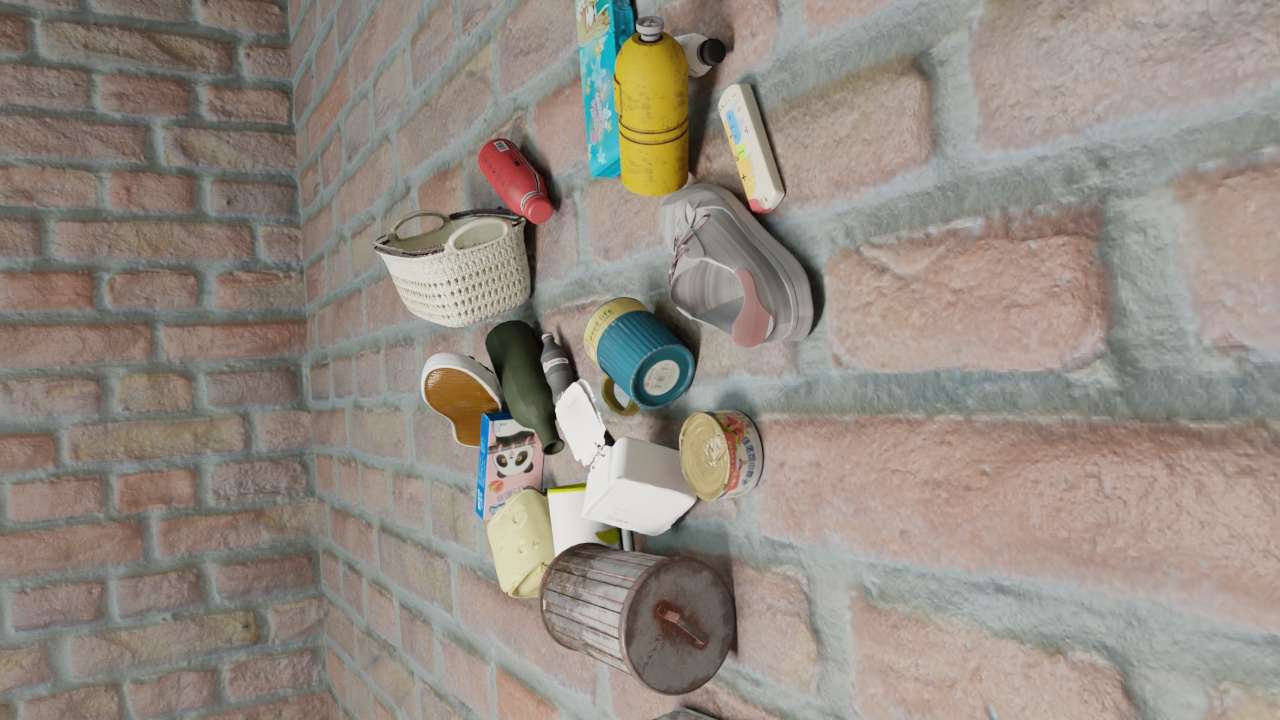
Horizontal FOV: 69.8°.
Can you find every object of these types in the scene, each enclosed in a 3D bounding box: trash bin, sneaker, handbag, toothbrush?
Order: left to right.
[{"bbox_3d":[-0.252,0.027,1.327,0.295,0.121,0.127,89,-179,-69],"label":"sneaker"},{"bbox_3d":[-0.149,0.246,1.257,0.111,0.081,0.119,-54,44,31],"label":"handbag"},{"bbox_3d":[-0.008,0.260,1.081,0.017,0.012,0.186,-15,79,46],"label":"toothbrush"},{"bbox_3d":[-0.007,0.260,0.952,0.212,0.130,0.131,-7,86,58],"label":"trash bin"},{"bbox_3d":[0.061,0.437,0.917,0.195,0.072,0.138,-14,81,60],"label":"handbag"},{"bbox_3d":[0.058,-0.090,0.844,0.236,0.089,0.099,50,143,46],"label":"sneaker"}]

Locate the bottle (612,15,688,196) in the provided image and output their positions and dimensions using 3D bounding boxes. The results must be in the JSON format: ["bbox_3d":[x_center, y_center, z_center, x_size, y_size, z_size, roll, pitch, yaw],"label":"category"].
[{"bbox_3d":[0.011,-0.247,0.887,0.164,0.071,0.071,87,157,-43],"label":"bottle"}]

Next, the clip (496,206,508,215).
[{"bbox_3d":[-0.209,-0.206,1.384,0.033,0.013,0.051,29,120,57],"label":"clip"}]

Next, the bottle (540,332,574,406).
[{"bbox_3d":[-0.109,0.012,1.206,0.036,0.036,0.109,-53,48,48],"label":"bottle"}]

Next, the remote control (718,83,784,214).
[{"bbox_3d":[0.102,-0.195,0.841,0.038,0.018,0.125,-38,62,55],"label":"remote control"}]

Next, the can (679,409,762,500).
[{"bbox_3d":[0.076,0.090,0.886,0.086,0.043,0.086,11,102,59],"label":"can"}]

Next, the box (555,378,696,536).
[{"bbox_3d":[-0.030,0.109,0.964,0.112,0.189,0.101,-50,7,48],"label":"box"}]

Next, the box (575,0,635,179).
[{"bbox_3d":[-0.035,-0.329,1.047,0.094,0.039,0.226,-16,78,61],"label":"box"}]

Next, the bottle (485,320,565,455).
[{"bbox_3d":[-0.151,0.039,1.248,0.206,0.071,0.072,63,143,35],"label":"bottle"}]

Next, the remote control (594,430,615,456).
[{"bbox_3d":[-0.029,0.127,1.101,0.147,0.015,0.033,49,133,47],"label":"remote control"}]

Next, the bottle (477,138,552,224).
[{"bbox_3d":[-0.168,-0.243,1.259,0.176,0.062,0.062,53,136,44],"label":"bottle"}]

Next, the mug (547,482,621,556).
[{"bbox_3d":[-0.066,0.202,1.106,0.083,0.082,0.106,-12,84,60],"label":"mug"}]

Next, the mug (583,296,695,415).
[{"bbox_3d":[-0.006,0.006,0.980,0.107,0.083,0.114,44,122,45],"label":"mug"}]

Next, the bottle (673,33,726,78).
[{"bbox_3d":[0.043,-0.300,0.908,0.116,0.041,0.041,20,110,58],"label":"bottle"}]

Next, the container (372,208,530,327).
[{"bbox_3d":[-0.264,-0.142,1.325,0.252,0.184,0.143,18,128,55],"label":"container"}]

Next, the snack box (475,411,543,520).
[{"bbox_3d":[-0.184,0.148,1.299,0.033,0.087,0.154,33,121,56],"label":"snack box"}]
